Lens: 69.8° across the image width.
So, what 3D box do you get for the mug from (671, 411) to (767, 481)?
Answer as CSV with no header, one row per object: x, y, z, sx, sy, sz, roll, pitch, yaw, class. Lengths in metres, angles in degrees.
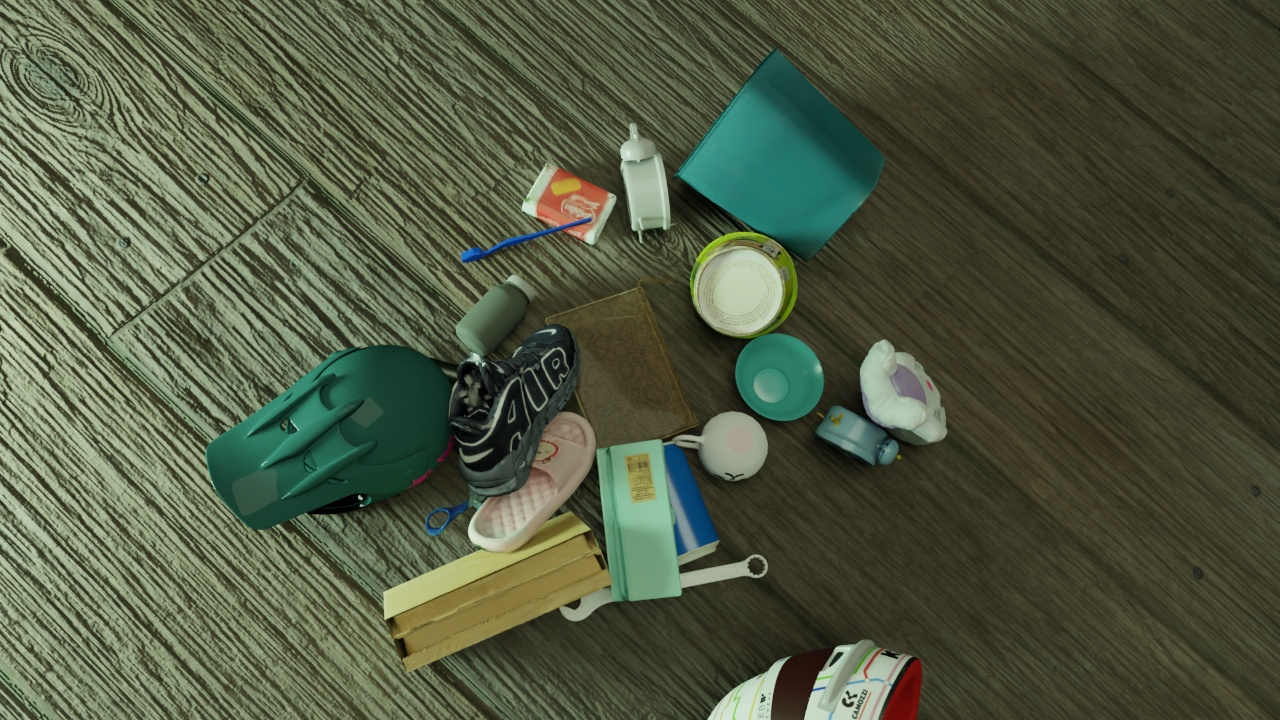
0.103,0.110,1.194,0.124,0.076,0.090,8,72,-7,mug

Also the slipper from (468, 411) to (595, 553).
-0.131,0.144,1.125,0.107,0.056,0.220,10,47,28,slipper

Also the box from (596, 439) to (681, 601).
-0.005,0.194,1.119,0.113,0.078,0.187,-12,80,18,box

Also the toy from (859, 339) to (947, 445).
0.342,0.053,1.199,0.086,0.209,0.137,-32,70,18,toy

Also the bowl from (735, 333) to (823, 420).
0.183,0.028,1.248,0.121,0.046,0.121,2,73,-7,bowl

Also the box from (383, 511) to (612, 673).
-0.170,0.265,1.076,0.249,0.128,0.092,-22,87,-13,box

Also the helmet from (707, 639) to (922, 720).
0.174,0.460,1.015,0.236,0.231,0.314,2,75,30,helmet

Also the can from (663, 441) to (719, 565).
0.040,0.183,1.162,0.079,0.079,0.146,-19,76,-13,can

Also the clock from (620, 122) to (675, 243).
0.007,-0.252,1.276,0.061,0.120,0.159,-9,84,-2,clock

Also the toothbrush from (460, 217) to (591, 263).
-0.157,-0.169,1.260,0.187,0.016,0.011,-18,68,0,toothbrush

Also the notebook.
-0.009,0.008,1.233,0.190,0.034,0.215,-20,77,-13,notebook

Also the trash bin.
0.198,-0.273,1.258,0.218,0.197,0.198,38,36,-3,trash bin

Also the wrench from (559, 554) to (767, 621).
0.031,0.284,1.166,0.273,0.009,0.047,-8,74,-11,wrench

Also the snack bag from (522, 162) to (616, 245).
-0.099,-0.221,1.291,0.116,0.036,0.076,26,71,1,snack bag

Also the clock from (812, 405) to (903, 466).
0.290,0.105,1.214,0.124,0.089,0.051,29,87,-7,clock

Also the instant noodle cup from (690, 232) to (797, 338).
0.134,-0.096,1.223,0.146,0.097,0.146,2,101,11,instant noodle cup

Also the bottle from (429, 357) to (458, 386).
-0.271,0.013,1.196,0.123,0.033,0.033,15,71,-3,bottle

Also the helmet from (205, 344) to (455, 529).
-0.344,0.090,1.072,0.274,0.200,0.176,-32,80,-16,helmet

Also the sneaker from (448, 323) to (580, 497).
-0.161,0.023,1.102,0.097,0.151,0.251,6,51,22,sneaker

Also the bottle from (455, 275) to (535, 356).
-0.190,-0.060,1.216,0.060,0.060,0.108,38,72,5,bottle

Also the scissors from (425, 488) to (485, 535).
-0.218,0.183,1.161,0.127,0.014,0.127,-10,73,-11,scissors
